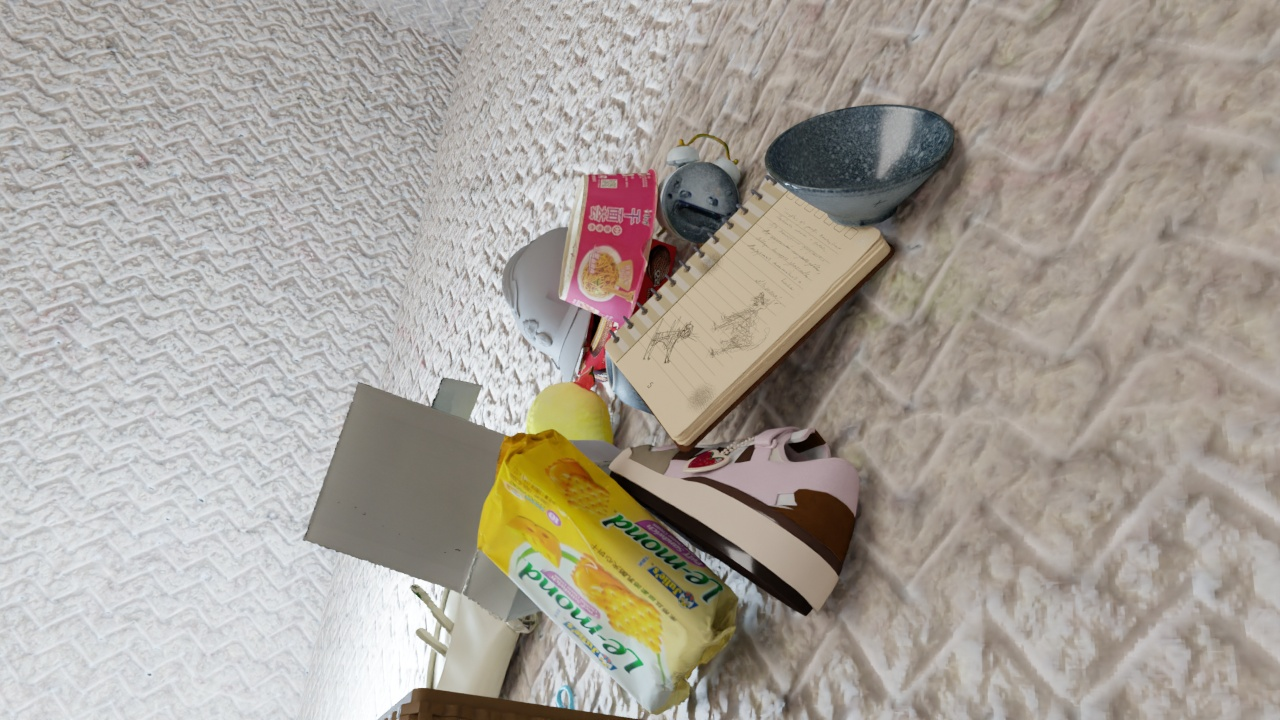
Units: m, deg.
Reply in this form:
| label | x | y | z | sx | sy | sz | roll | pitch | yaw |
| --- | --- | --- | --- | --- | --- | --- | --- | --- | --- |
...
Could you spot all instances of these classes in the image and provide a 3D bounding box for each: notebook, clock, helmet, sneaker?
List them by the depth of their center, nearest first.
| label | x | y | z | sx | sy | sz | roll | pitch | yaw |
| --- | --- | --- | --- | --- | --- | --- | --- | --- | --- |
| sneaker | 0.071 | 0.093 | 0.737 | 0.116 | 0.111 | 0.294 | -53 | 20 | -10 |
| notebook | 0.076 | -0.050 | 0.759 | 0.225 | 0.024 | 0.167 | -45 | 39 | 5 |
| clock | 0.060 | -0.177 | 0.954 | 0.057 | 0.083 | 0.117 | -154 | 81 | -73 |
| helmet | -0.125 | -0.092 | 1.214 | 0.184 | 0.117 | 0.270 | 113 | 167 | -48 |

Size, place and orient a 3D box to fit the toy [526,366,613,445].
| label | x | y | z | sx | sy | sz | roll | pitch | yaw |
| --- | --- | --- | --- | --- | --- | --- | --- | --- | --- |
| toy | -0.084 | 0.112 | 1.070 | 0.134 | 0.092 | 0.207 | -4 | 89 | 64 |

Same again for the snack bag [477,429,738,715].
| label | x | y | z | sx | sy | sz | roll | pitch | yaw |
| --- | --- | --- | --- | --- | --- | --- | --- | --- | --- |
| snack bag | -0.033 | 0.166 | 0.751 | 0.068 | 0.247 | 0.160 | -39 | -17 | -37 |

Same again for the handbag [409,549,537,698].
| label | x | y | z | sx | sy | sz | roll | pitch | yaw |
| --- | --- | --- | --- | --- | --- | --- | --- | --- | --- |
| handbag | -0.220 | 0.362 | 1.156 | 0.184 | 0.131 | 0.229 | 25 | 99 | 61 |

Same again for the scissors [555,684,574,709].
| label | x | y | z | sx | sy | sz | roll | pitch | yaw |
| --- | --- | --- | --- | --- | --- | --- | --- | --- | --- |
| scissors | -0.080 | 0.406 | 0.943 | 0.135 | 0.015 | 0.130 | -119 | 50 | -67 |

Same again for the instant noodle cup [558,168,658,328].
| label | x | y | z | sx | sy | sz | roll | pitch | yaw |
| --- | --- | --- | --- | --- | --- | --- | --- | --- | --- |
| instant noodle cup | -0.040 | -0.128 | 0.998 | 0.179 | 0.077 | 0.178 | -171 | 91 | -80 |

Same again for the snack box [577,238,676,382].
| label | x | y | z | sx | sy | sz | roll | pitch | yaw |
| --- | --- | --- | --- | --- | --- | --- | --- | --- | --- |
| snack box | -0.018 | -0.057 | 1.100 | 0.133 | 0.035 | 0.152 | -13 | 62 | 64 |

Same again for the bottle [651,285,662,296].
| label | x | y | z | sx | sy | sz | roll | pitch | yaw |
| --- | --- | --- | --- | --- | --- | --- | --- | --- | --- |
| bottle | 0.032 | -0.048 | 0.981 | 0.036 | 0.036 | 0.119 | -62 | 25 | 23 |

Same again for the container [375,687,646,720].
| label | x | y | z | sx | sy | sz | roll | pitch | yaw |
| --- | --- | --- | --- | --- | --- | --- | --- | --- | --- |
| container | -0.096 | 0.394 | 0.680 | 0.220 | 0.251 | 0.213 | -47 | 34 | 46 |

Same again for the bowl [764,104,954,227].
| label | x | y | z | sx | sy | sz | roll | pitch | yaw |
| --- | --- | --- | --- | --- | --- | --- | --- | --- | --- |
| bowl | 0.166 | -0.138 | 0.694 | 0.137 | 0.137 | 0.057 | -108 | 2 | -54 |

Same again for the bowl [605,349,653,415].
| label | x | y | z | sx | sy | sz | roll | pitch | yaw |
| --- | --- | --- | --- | --- | --- | --- | --- | --- | --- |
| bowl | -0.006 | 0.006 | 0.955 | 0.110 | 0.055 | 0.110 | 174 | 91 | -79 |

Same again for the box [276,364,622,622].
| label | x | y | z | sx | sy | sz | roll | pitch | yaw |
| --- | --- | --- | --- | --- | --- | --- | --- | --- | --- |
| box | -0.166 | 0.135 | 0.909 | 0.165 | 0.330 | 0.167 | -129 | 59 | -77 |
